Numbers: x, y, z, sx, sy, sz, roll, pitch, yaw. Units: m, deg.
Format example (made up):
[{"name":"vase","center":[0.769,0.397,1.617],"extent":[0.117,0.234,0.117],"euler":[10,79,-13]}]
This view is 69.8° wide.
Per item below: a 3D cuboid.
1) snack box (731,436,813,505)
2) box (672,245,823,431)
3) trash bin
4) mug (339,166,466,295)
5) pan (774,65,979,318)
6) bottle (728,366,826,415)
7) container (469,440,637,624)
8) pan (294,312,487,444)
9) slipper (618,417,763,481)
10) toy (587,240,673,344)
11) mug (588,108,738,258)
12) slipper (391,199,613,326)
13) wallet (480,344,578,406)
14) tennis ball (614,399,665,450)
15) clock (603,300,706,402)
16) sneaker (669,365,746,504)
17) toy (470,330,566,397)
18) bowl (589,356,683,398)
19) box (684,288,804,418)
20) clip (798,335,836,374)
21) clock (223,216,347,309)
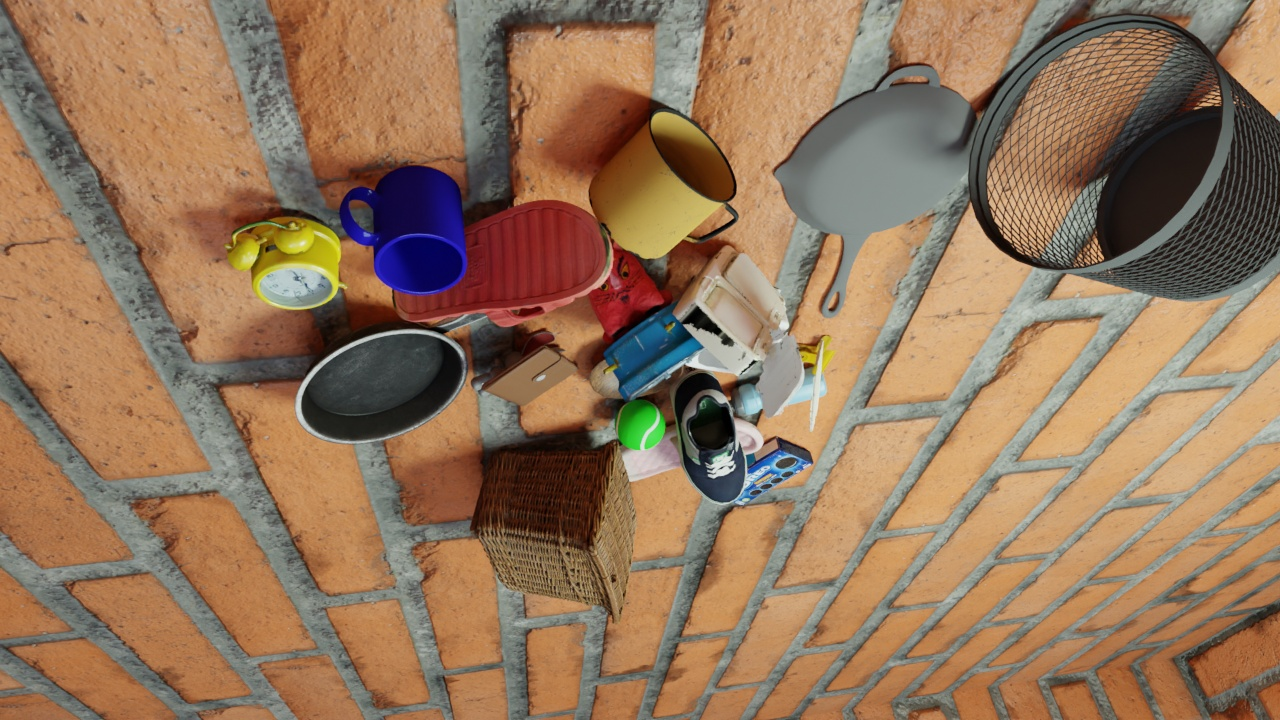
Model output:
[{"name":"snack box","center":[0.177,0.169,1.385],"extent":[0.082,0.027,0.151],"euler":[21,134,-37]},{"name":"box","center":[0.137,-0.035,0.922],"extent":[0.186,0.143,0.070],"euler":[42,125,-7]},{"name":"trash bin","center":[0.463,-0.166,0.838],"extent":[0.227,0.217,0.218],"euler":[10,140,-35]},{"name":"mug","center":[-0.211,-0.119,0.812],"extent":[0.111,0.083,0.079],"euler":[16,137,-34]},{"name":"pan","center":[0.236,-0.149,0.953],"extent":[0.216,0.024,0.355],"euler":[-6,145,-8]},{"name":"bottle","center":[0.174,0.042,1.191],"extent":[0.130,0.040,0.040],"euler":[-15,145,4]},{"name":"container","center":[-0.113,0.231,1.254],"extent":[0.183,0.161,0.250],"euler":[4,144,10]},{"name":"pan","center":[-0.217,-0.025,0.972],"extent":[0.357,0.055,0.187],"euler":[-40,147,16]},{"name":"slipper","center":[0.060,0.128,1.269],"extent":[0.222,0.055,0.107],"euler":[-14,144,6]},{"name":"toy","center":[-0.022,-0.075,0.970],"extent":[0.088,0.094,0.133],"euler":[-33,175,-8]},{"name":"mug","center":[0.026,-0.147,0.821],"extent":[0.123,0.100,0.094],"euler":[35,129,-22]},{"name":"slipper","center":[-0.126,-0.084,0.858],"extent":[0.249,0.103,0.059],"euler":[-7,169,30]},{"name":"wallet","center":[-0.123,0.020,1.048],"extent":[0.087,0.013,0.121],"euler":[-33,163,5]},{"name":"tennis ball","center":[-0.001,0.083,1.176],"extent":[0.065,0.065,0.065],"euler":[-8,145,-6]},{"name":"clock","center":[0.022,-0.013,0.963],"extent":[0.117,0.060,0.161],"euler":[-36,178,15]},{"name":"sneaker","center":[0.094,0.116,1.181],"extent":[0.084,0.079,0.235],"euler":[-21,128,-4]},{"name":"toy","center":[-0.142,0.005,1.051],"extent":[0.112,0.030,0.049],"euler":[-32,144,1]},{"name":"bowl","center":[-0.007,0.006,1.101],"extent":[0.114,0.026,0.102],"euler":[-12,146,1]},{"name":"box","center":[0.120,-0.003,1.031],"extent":[0.120,0.136,0.109],"euler":[10,142,-26]},{"name":"clip","center":[0.216,-0.010,1.152],"extent":[0.049,0.044,0.054],"euler":[32,144,10]},{"name":"clock","center":[-0.323,-0.095,0.836],"extent":[0.083,0.057,0.119],"euler":[-16,151,7]}]
